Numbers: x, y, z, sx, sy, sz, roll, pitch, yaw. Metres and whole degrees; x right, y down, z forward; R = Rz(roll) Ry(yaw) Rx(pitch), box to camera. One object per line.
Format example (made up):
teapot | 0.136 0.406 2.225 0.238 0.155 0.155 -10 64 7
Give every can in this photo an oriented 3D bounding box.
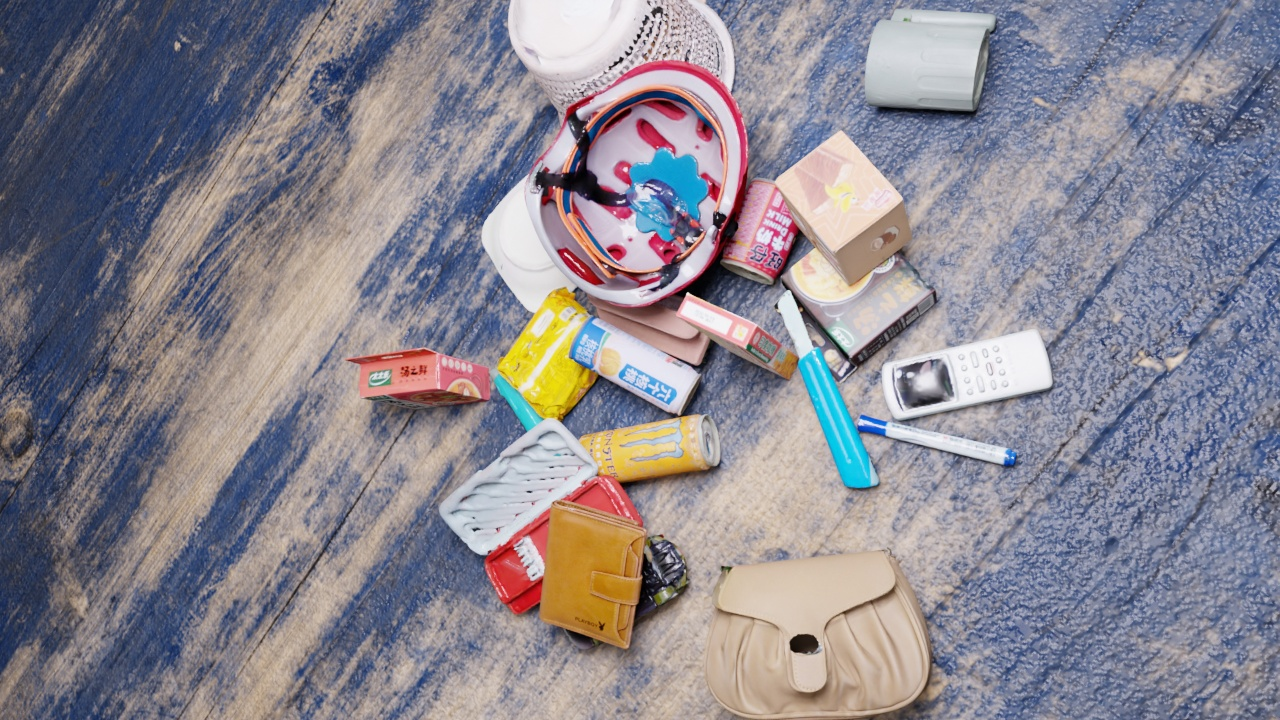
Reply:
can | 0.007 0.096 0.967 0.146 0.058 0.058 -12 75 22
can | -0.006 0.006 0.965 0.134 0.053 0.053 28 92 9
can | 0.128 -0.133 0.950 0.066 0.066 0.094 23 89 26

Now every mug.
mug | 0.290 -0.305 0.910 0.103 0.084 0.123 13 61 25

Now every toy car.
toy car | -0.020 0.242 0.959 0.158 0.042 0.070 -36 71 17

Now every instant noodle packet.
instant noodle packet | -0.091 -0.006 1.039 0.111 0.044 0.128 44 103 19

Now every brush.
brush | 0.012 -0.048 0.985 0.146 0.073 0.063 22 90 28

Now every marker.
marker | 0.279 0.075 0.870 0.146 0.017 0.017 13 85 26

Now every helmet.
helmet | 0.013 -0.174 0.939 0.207 0.143 0.240 41 101 12

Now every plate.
plate | -0.112 -0.155 1.084 0.164 0.034 0.164 -42 67 12

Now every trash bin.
trash bin | -0.033 -0.341 0.997 0.228 0.192 0.227 -5 78 23

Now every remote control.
remote control | 0.306 0.015 0.866 0.150 0.021 0.058 -15 74 21

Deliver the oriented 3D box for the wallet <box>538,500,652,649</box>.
wallet | -0.042 0.216 0.923 0.119 0.035 0.131 14 105 23

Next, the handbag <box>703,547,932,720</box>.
handbag | 0.158 0.254 0.844 0.205 0.099 0.147 -11 72 19

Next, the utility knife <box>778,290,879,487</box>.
utility knife | 0.180 0.028 0.902 0.034 0.018 0.208 -24 83 24

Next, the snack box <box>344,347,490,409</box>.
snack box | -0.257 0.024 1.063 0.113 0.127 0.044 -7 77 24

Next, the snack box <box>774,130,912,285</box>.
snack box | 0.192 -0.140 0.859 0.077 0.092 0.094 -37 65 8

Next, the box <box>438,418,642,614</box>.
box | -0.110 0.168 0.978 0.201 0.049 0.160 -38 88 27

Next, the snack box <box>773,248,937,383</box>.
snack box | 0.209 -0.062 0.914 0.126 0.053 0.113 -40 67 7

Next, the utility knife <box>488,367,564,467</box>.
utility knife | -0.124 0.072 1.056 0.029 0.013 0.178 -43 65 15

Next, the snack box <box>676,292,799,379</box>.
snack box | 0.098 -0.021 0.893 0.077 0.155 0.027 27 90 26
